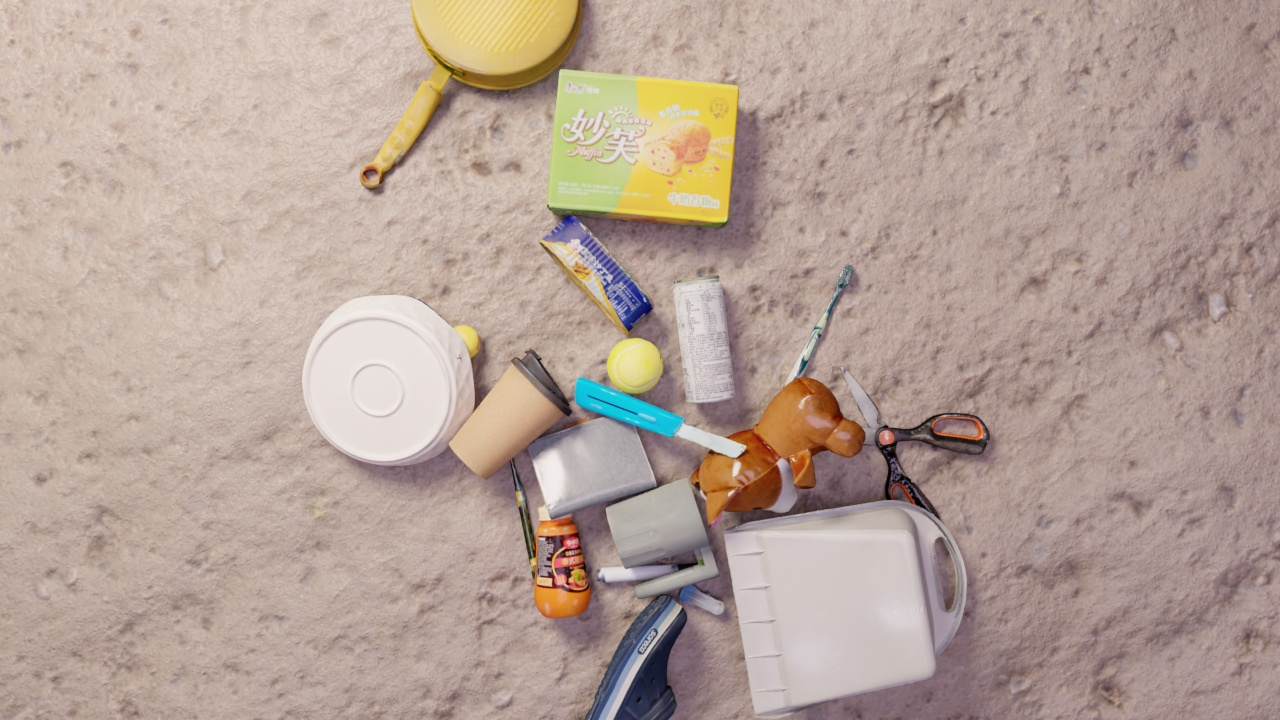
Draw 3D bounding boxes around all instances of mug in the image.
[{"bbox_3d":[0.026,0.210,1.071,0.103,0.083,0.124,-17,94,0],"label":"mug"}]

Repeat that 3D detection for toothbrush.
[{"bbox_3d":[-0.138,0.170,1.098,0.017,0.012,0.186,-11,92,-13],"label":"toothbrush"},{"bbox_3d":[0.211,-0.029,1.101,0.016,0.018,0.191,26,91,-3],"label":"toothbrush"}]

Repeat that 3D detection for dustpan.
[{"bbox_3d":[0.251,0.275,1.070,0.258,0.142,0.222,-10,89,15],"label":"dustpan"}]

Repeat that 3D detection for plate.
[{"bbox_3d":[-0.294,0.028,1.050,0.205,0.045,0.205,2,103,7],"label":"plate"}]

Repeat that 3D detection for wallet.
[{"bbox_3d":[-0.059,0.119,1.077,0.129,0.037,0.106,-17,67,-8],"label":"wallet"}]

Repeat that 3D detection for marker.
[{"bbox_3d":[0.013,0.257,1.103,0.130,0.018,0.022,-3,74,-3],"label":"marker"}]

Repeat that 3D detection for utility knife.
[{"bbox_3d":[0.018,0.067,1.048,0.223,0.018,0.034,19,91,25],"label":"utility knife"}]

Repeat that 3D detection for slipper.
[{"bbox_3d":[-0.009,0.398,1.063,0.095,0.105,0.253,28,93,4],"label":"slipper"}]

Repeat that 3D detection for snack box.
[{"bbox_3d":[0.003,-0.241,1.059,0.210,0.070,0.157,5,92,-3],"label":"snack box"}]

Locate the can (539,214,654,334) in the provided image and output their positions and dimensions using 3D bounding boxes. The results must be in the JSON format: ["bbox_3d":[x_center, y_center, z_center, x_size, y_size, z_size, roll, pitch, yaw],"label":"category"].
[{"bbox_3d":[-0.049,-0.099,1.061,0.049,0.074,0.148,-43,94,-4],"label":"can"}]

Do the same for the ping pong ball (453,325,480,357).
[{"bbox_3d":[-0.208,-0.021,1.074,0.040,0.040,0.040,0,92,-2],"label":"ping pong ball"}]

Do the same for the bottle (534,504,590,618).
[{"bbox_3d":[-0.096,0.224,1.080,0.067,0.067,0.149,-5,85,-2],"label":"bottle"}]

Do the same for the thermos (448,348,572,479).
[{"bbox_3d":[-0.148,0.064,1.051,0.143,0.093,0.093,-45,93,-3],"label":"thermos"}]

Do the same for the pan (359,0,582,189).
[{"bbox_3d":[-0.214,-0.348,1.061,0.197,0.078,0.357,37,84,0],"label":"pan"}]

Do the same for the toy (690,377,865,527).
[{"bbox_3d":[0.150,0.112,1.046,0.199,0.140,0.130,-33,101,2],"label":"toy"}]

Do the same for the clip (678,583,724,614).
[{"bbox_3d":[0.075,0.288,1.108,0.058,0.036,0.025,26,89,1],"label":"clip"}]

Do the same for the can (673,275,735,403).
[{"bbox_3d":[0.074,-0.024,1.076,0.058,0.058,0.146,-7,92,-2],"label":"can"}]

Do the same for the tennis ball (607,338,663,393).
[{"bbox_3d":[-0.006,0.006,1.070,0.065,0.065,0.065,0,92,-2],"label":"tennis ball"}]

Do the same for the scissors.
[{"bbox_3d":[0.314,0.107,1.107,0.221,0.021,0.232,-11,93,-2],"label":"scissors"}]
